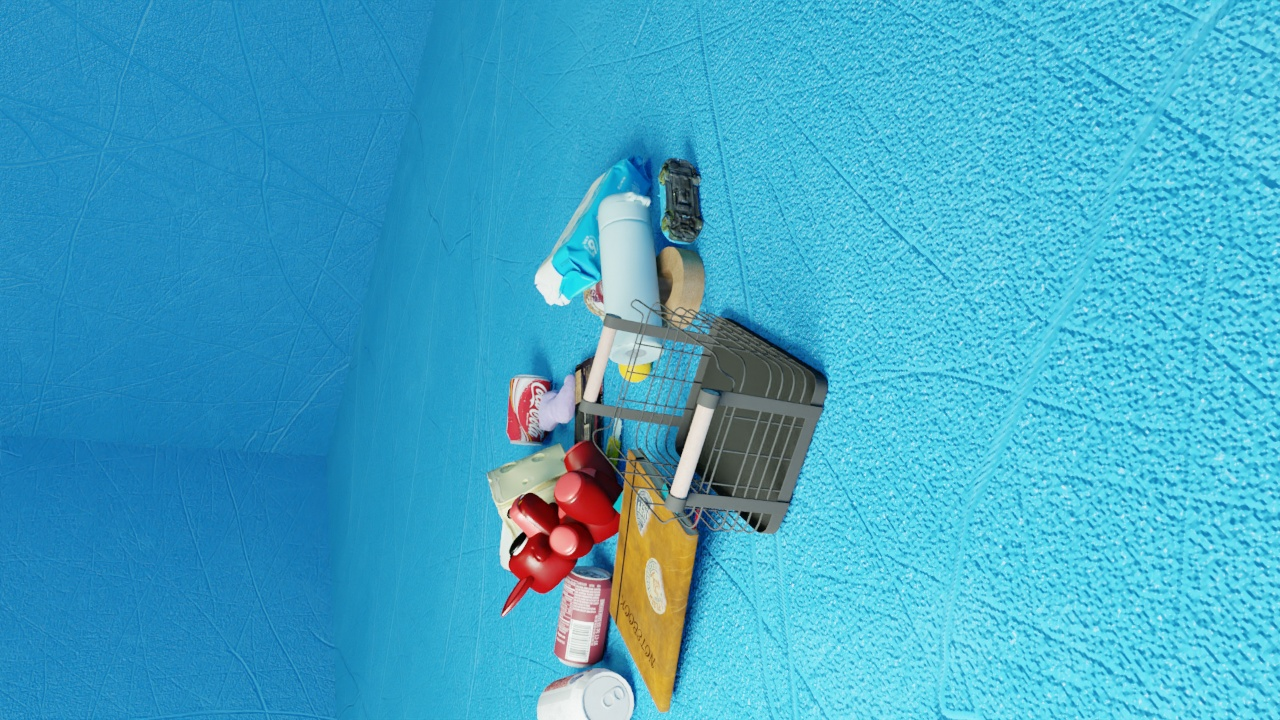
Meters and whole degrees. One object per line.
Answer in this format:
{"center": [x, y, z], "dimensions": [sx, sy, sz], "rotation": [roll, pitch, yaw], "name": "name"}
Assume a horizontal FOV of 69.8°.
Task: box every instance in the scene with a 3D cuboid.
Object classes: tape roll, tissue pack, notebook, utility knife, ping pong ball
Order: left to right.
{"center": [-0.059, -0.171, 1.195], "dimensions": [0.117, 0.066, 0.208], "rotation": [-29, 31, 58], "name": "tissue pack"}
{"center": [-0.044, 0.155, 1.199], "dimensions": [0.030, 0.017, 0.175], "rotation": [23, 102, 54], "name": "utility knife"}
{"center": [-0.007, 0.007, 1.126], "dimensions": [0.040, 0.040, 0.040], "rotation": [-27, 60, 60], "name": "ping pong ball"}
{"center": [0.007, 0.222, 0.990], "dimensions": [0.178, 0.014, 0.250], "rotation": [-129, 40, -55], "name": "notebook"}
{"center": [0.039, -0.084, 1.068], "dimensions": [0.094, 0.027, 0.094], "rotation": [-27, 60, 60], "name": "tape roll"}

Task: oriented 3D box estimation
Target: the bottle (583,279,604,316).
{"center": [-0.028, -0.094, 1.179], "dimensions": [0.105, 0.056, 0.056], "rotation": [-22, 64, 62], "name": "bottle"}

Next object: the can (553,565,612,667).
{"center": [-0.070, 0.321, 1.151], "dimensions": [0.063, 0.063, 0.114], "rotation": [16, 98, 64], "name": "can"}

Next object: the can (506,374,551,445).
{"center": [-0.174, 0.078, 1.426], "dimensions": [0.064, 0.064, 0.104], "rotation": [-13, 72, 63], "name": "can"}

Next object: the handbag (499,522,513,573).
{"center": [-0.155, 0.237, 1.336], "dimensions": [0.176, 0.074, 0.151], "rotation": [12, 94, 64], "name": "handbag"}

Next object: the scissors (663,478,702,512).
{"center": [0.038, 0.185, 1.014], "dimensions": [0.172, 0.014, 0.141], "rotation": [-54, 33, 41], "name": "scissors"}

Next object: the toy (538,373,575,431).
{"center": [-0.119, 0.062, 1.354], "dimensions": [0.100, 0.036, 0.080], "rotation": [-21, 54, 57], "name": "toy"}

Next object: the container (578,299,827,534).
{"center": [0.050, 0.048, 0.885], "dimensions": [0.241, 0.130, 0.163], "rotation": [40, 117, 60], "name": "container"}

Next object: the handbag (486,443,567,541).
{"center": [-0.146, 0.176, 1.260], "dimensions": [0.111, 0.119, 0.081], "rotation": [-124, 12, -54], "name": "handbag"}

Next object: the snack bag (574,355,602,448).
{"center": [-0.074, 0.073, 1.273], "dimensions": [0.075, 0.018, 0.155], "rotation": [-24, 62, 60], "name": "snack bag"}

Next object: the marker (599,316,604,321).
{"center": [-0.064, -0.086, 1.297], "dimensions": [0.146, 0.017, 0.017], "rotation": [56, 133, 54], "name": "marker"}

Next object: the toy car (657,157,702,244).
{"center": [0.044, -0.183, 1.063], "dimensions": [0.032, 0.048, 0.105], "rotation": [144, 127, -61], "name": "toy car"}

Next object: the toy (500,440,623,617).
{"center": [-0.104, 0.206, 1.133], "dimensions": [0.197, 0.120, 0.158], "rotation": [-48, 12, 13], "name": "toy"}

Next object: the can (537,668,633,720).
{"center": [-0.067, 0.416, 1.103], "dimensions": [0.136, 0.078, 0.078], "rotation": [-42, 47, 54], "name": "can"}

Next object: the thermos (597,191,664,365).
{"center": [-0.013, -0.100, 1.070], "dimensions": [0.078, 0.065, 0.206], "rotation": [-35, 53, 49], "name": "thermos"}
